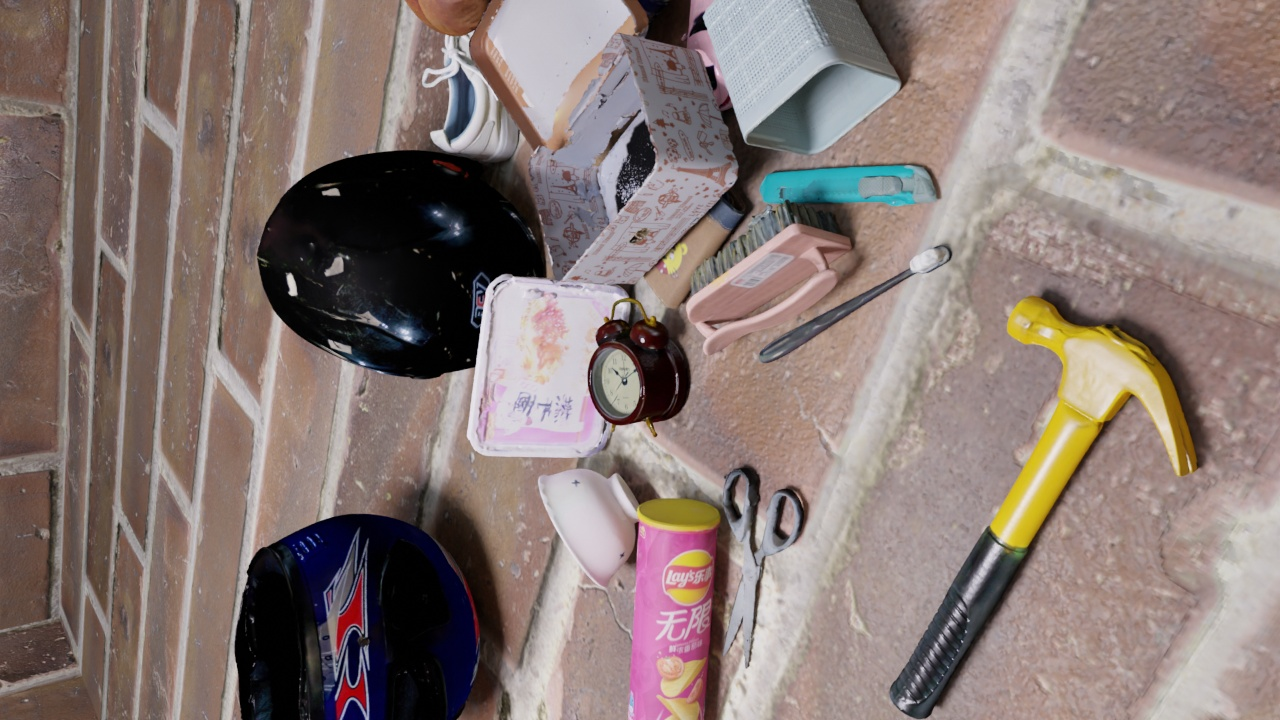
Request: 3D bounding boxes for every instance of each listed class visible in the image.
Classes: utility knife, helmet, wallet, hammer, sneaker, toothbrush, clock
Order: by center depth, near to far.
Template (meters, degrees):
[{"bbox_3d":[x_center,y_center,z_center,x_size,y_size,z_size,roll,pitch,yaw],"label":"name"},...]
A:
[{"bbox_3d":[0.237,0.115,0.591,0.129,0.032,0.301,40,122,38],"label":"hammer"},{"bbox_3d":[0.147,-0.127,0.672,0.151,0.013,0.029,9,98,46],"label":"utility knife"},{"bbox_3d":[0.150,-0.037,0.678,0.182,0.018,0.015,-34,73,45],"label":"toothbrush"},{"bbox_3d":[0.033,-0.114,0.782,0.090,0.033,0.116,56,133,25],"label":"wallet"},{"bbox_3d":[-0.005,0.005,0.815,0.082,0.055,0.122,3,100,47],"label":"clock"},{"bbox_3d":[-0.171,-0.326,0.929,0.090,0.090,0.242,16,105,43],"label":"sneaker"},{"bbox_3d":[-0.245,-0.096,0.950,0.275,0.229,0.234,18,110,23],"label":"helmet"},{"bbox_3d":[-0.299,0.328,1.022,0.248,0.240,0.315,-44,53,39],"label":"helmet"}]

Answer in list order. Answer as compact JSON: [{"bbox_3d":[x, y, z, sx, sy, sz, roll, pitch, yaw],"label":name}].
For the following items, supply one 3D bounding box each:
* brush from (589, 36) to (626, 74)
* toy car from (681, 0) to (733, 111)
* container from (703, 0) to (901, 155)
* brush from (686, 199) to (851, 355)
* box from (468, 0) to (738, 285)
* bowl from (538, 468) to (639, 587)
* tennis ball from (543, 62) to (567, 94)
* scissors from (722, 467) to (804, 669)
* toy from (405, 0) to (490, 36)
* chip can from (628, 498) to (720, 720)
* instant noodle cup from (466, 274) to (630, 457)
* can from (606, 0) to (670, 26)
[{"bbox_3d":[-0.060,-0.315,0.826,0.055,0.073,0.143,-49,60,46],"label":"brush"},{"bbox_3d":[0.060,-0.260,0.732,0.056,0.037,0.122,8,99,44],"label":"toy car"},{"bbox_3d":[0.109,-0.220,0.649,0.090,0.090,0.111,-36,66,42],"label":"container"},{"bbox_3d":[0.089,-0.059,0.705,0.146,0.063,0.073,-34,59,44],"label":"brush"},{"bbox_3d":[-0.042,-0.214,0.755,0.179,0.105,0.260,-41,59,49],"label":"box"},{"bbox_3d":[-0.036,0.142,0.849,0.065,0.118,0.118,-32,66,2],"label":"bowl"},{"bbox_3d":[-0.094,-0.274,0.872,0.066,0.065,0.065,7,99,46],"label":"tennis ball"},{"bbox_3d":[0.096,0.175,0.761,0.157,0.014,0.168,-32,72,45],"label":"scissors"},{"bbox_3d":[-0.146,-0.395,0.830,0.140,0.199,0.130,26,155,42],"label":"toy"},{"bbox_3d":[0.027,0.231,0.797,0.071,0.071,0.210,13,104,45],"label":"chip can"},{"bbox_3d":[-0.091,0.001,0.865,0.060,0.138,0.174,-133,50,-61],"label":"instant noodle cup"},{"bbox_3d":[-0.027,-0.345,0.787,0.049,0.074,0.148,-41,64,37],"label":"can"}]
